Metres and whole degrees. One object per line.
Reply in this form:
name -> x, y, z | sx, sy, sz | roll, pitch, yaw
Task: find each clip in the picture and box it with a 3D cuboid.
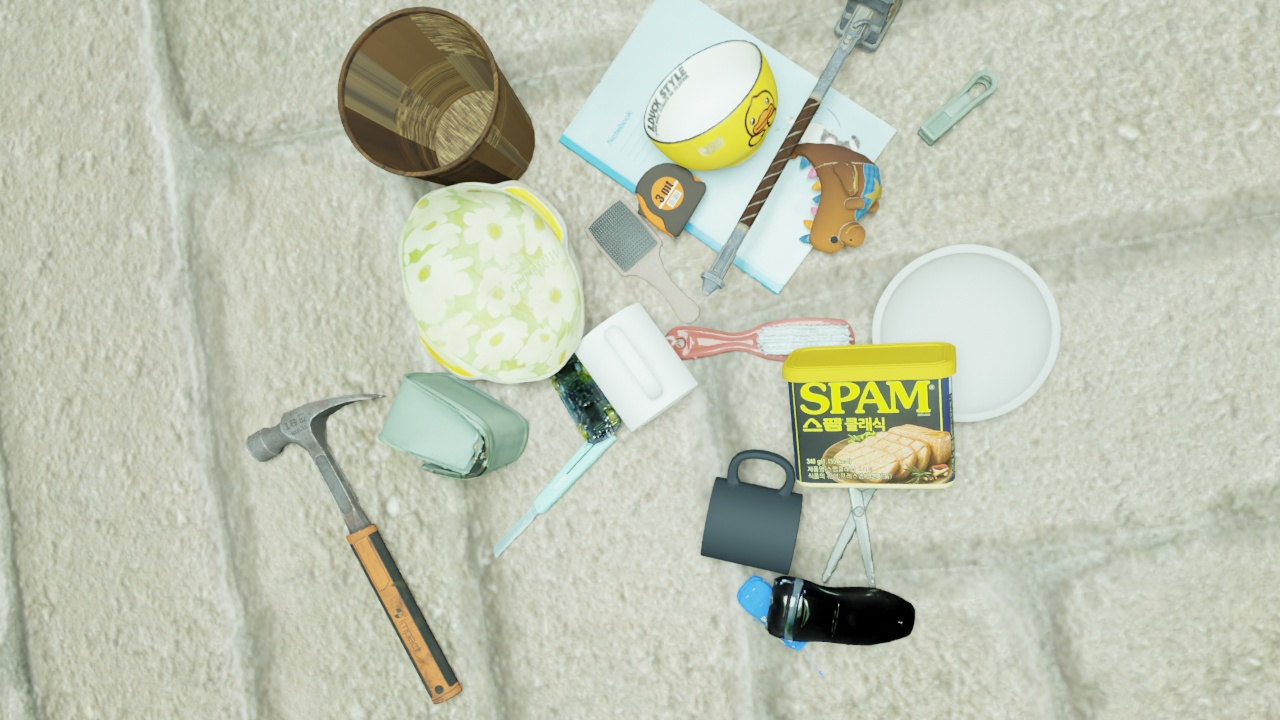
clip -> 0.276, -0.220, 0.797 | 0.076, 0.042, 0.023 | -42, 86, 7

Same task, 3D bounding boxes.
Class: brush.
brush -> 0.105, -0.017, 0.824 | 0.172, 0.030, 0.041 | -1, 90, 10
brush -> 0.006, -0.088, 0.847 | 0.050, 0.015, 0.135 | -41, 84, 8

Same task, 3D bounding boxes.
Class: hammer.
hammer -> 0.132, -0.194, 0.762 | 0.044, 0.098, 0.322 | 29, 86, 8
hammer -> -0.247, 0.177, 0.880 | 0.138, 0.035, 0.314 | -30, 86, 8

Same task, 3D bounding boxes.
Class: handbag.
handbag -> -0.165, 0.062, 0.820 | 0.106, 0.121, 0.067 | 27, 94, 8

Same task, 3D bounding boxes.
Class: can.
can -> 0.192, 0.046, 0.760 | 0.135, 0.075, 0.104 | -2, 105, 20

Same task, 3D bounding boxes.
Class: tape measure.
tape measure -> 0.024, -0.147, 0.825 | 0.059, 0.038, 0.058 | 31, 96, -6

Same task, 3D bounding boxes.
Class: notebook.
notebook -> 0.075, -0.204, 0.838 | 0.253, 0.009, 0.181 | 36, 96, 7

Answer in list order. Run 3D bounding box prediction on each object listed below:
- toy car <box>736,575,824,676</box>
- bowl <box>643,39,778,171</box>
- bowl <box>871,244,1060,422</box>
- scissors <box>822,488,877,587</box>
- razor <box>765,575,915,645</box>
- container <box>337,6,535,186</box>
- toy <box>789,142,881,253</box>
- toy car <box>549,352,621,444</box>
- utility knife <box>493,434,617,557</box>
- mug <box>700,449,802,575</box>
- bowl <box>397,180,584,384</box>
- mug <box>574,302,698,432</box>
toy car -> 0.124, 0.234, 0.805 | 0.092, 0.062, 0.033 | 41, 96, 7
bowl -> 0.068, -0.209, 0.790 | 0.117, 0.067, 0.117 | -23, 46, 25
bowl -> 0.276, -0.024, 0.787 | 0.150, 0.043, 0.149 | 2, 97, 14
scissors -> 0.186, 0.119, 0.820 | 0.141, 0.014, 0.158 | -44, 84, 3
razor -> 0.171, 0.217, 0.793 | 0.140, 0.064, 0.053 | 11, 90, -21
container -> -0.162, -0.210, 0.796 | 0.132, 0.167, 0.132 | 0, 90, 9
toy -> 0.158, -0.144, 0.803 | 0.103, 0.070, 0.090 | 27, 108, 29
toy car -> -0.051, 0.035, 0.849 | 0.039, 0.027, 0.089 | -34, 72, 10
utility knife -> -0.083, 0.125, 0.863 | 0.166, 0.015, 0.022 | -48, 61, 8
mug -> 0.100, 0.128, 0.800 | 0.077, 0.071, 0.105 | 11, 105, 9
bowl -> -0.122, -0.075, 0.821 | 0.188, 0.060, 0.220 | 41, 128, 2
mug -> -0.005, 0.005, 0.801 | 0.074, 0.110, 0.090 | -36, 85, -1
